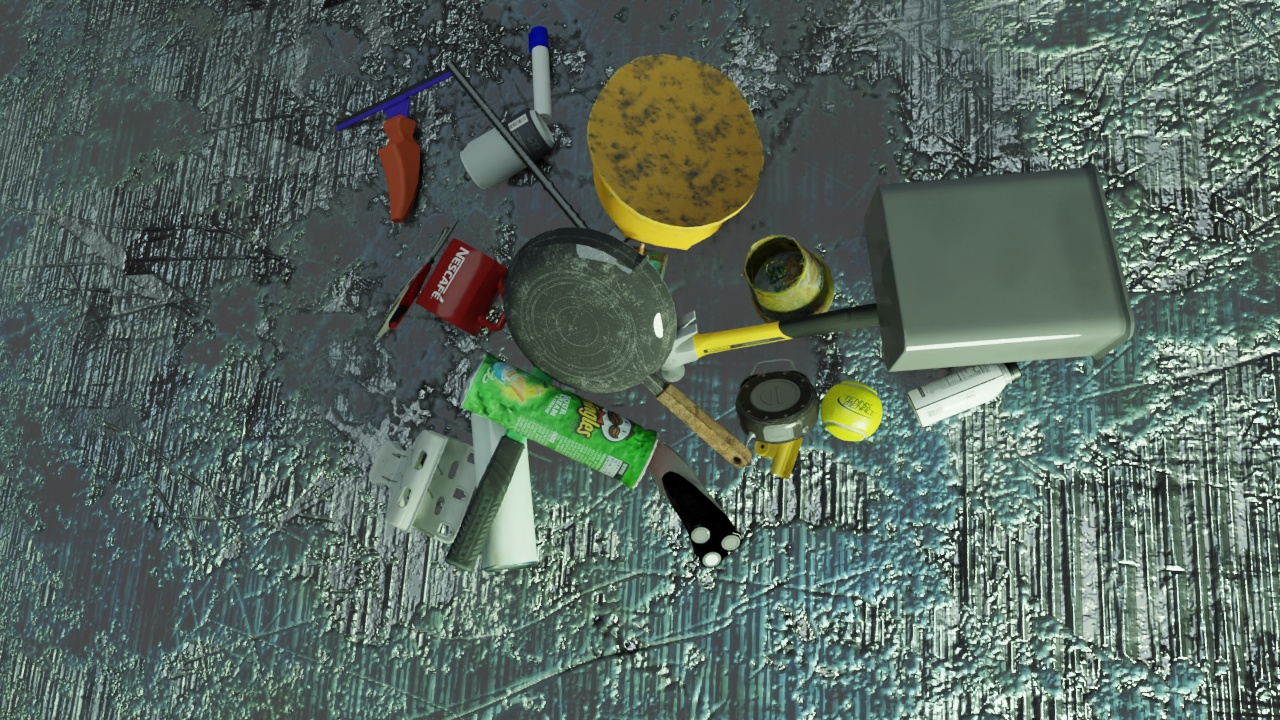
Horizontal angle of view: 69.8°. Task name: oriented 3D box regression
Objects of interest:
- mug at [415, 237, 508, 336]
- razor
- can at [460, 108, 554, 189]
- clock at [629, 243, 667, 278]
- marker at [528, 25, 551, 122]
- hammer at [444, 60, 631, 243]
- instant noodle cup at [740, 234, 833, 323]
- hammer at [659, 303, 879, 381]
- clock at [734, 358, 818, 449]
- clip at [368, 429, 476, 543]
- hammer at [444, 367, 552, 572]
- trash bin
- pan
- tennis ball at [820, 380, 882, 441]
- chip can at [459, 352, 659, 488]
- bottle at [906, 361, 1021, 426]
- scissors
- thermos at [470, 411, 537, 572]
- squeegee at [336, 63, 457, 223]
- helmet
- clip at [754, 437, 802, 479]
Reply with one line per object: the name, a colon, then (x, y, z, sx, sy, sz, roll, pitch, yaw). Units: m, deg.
mug: (-0.213, -0.087, 1.173, 0.116, 0.080, 0.096, 29, 88, 15)
razor: (0.055, 0.158, 1.044, 0.057, 0.060, 0.156, -45, 48, 16)
can: (-0.181, -0.276, 1.213, 0.127, 0.064, 0.064, -28, 70, 10)
clock: (-0.009, -0.057, 1.076, 0.073, 0.121, 0.157, 15, 96, 0)
marker: (-0.136, -0.389, 1.248, 0.027, 0.023, 0.133, -15, 72, 37)
hammer: (-0.149, -0.250, 1.169, 0.095, 0.015, 0.325, -39, 87, 9)
instant noodle cup: (0.162, -0.094, 1.035, 0.102, 0.108, 0.102, -4, 78, 19)
hammer: (0.171, -0.035, 1.028, 0.324, 0.127, 0.029, -10, 66, 8)
clock: (0.153, 0.051, 1.027, 0.091, 0.044, 0.122, -7, 38, 12)
clip: (-0.281, 0.145, 1.144, 0.151, 0.110, 0.126, 21, 82, 11)
hammer: (-0.148, 0.093, 1.079, 0.130, 0.032, 0.318, 24, 70, -5)
trash bin: (0.360, -0.093, 0.945, 0.220, 0.098, 0.191, -5, 73, 2)
pan: (-0.006, 0.006, 1.010, 0.357, 0.040, 0.208, 43, 127, -8)
tennis ball: (0.230, 0.055, 1.001, 0.065, 0.065, 0.065, -4, 76, 17)
chip can: (-0.093, 0.067, 1.043, 0.223, 0.075, 0.075, 26, 86, -4)
bottle: (0.347, 0.031, 0.982, 0.116, 0.041, 0.041, -24, 71, 12)
scissors: (-0.300, -0.096, 1.205, 0.180, 0.015, 0.198, -41, 23, 40)
thermos: (-0.167, 0.137, 1.113, 0.068, 0.068, 0.229, -11, 74, 15)
squeegee: (-0.333, -0.279, 1.270, 0.250, 0.055, 0.184, -12, 73, 33)
helmet: (0.030, -0.224, 1.094, 0.205, 0.132, 0.254, 11, 59, -8)
clip: (0.154, 0.103, 1.036, 0.048, 0.046, 0.054, 21, 85, -4)
